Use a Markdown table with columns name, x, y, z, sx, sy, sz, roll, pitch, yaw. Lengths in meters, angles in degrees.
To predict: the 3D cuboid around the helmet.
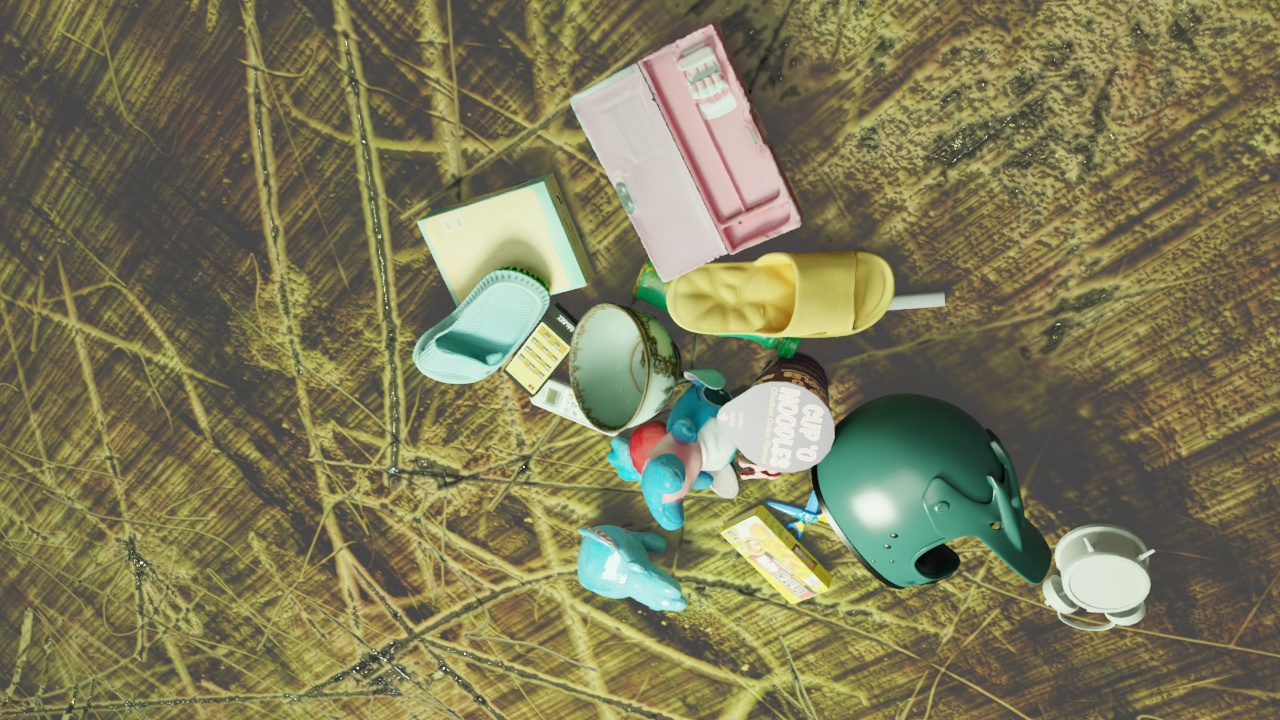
| name | x | y | z | sx | sy | sz | roll | pitch | yaw |
| --- | --- | --- | --- | --- | --- | --- | --- | --- | --- |
| helmet | 0.348 | 0.159 | 1.087 | 0.201 | 0.176 | 0.275 | -31 | 108 | 31 |

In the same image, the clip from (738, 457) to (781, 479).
| name | x | y | z | sx | sy | sz | roll | pitch | yaw |
| --- | --- | --- | --- | --- | --- | --- | --- | --- | --- |
| clip | 0.158 | 0.151 | 1.234 | 0.060 | 0.023 | 0.045 | 23 | 126 | 7 |

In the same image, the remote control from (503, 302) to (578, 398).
| name | x | y | z | sx | sy | sz | roll | pitch | yaw |
| --- | --- | --- | --- | --- | --- | --- | --- | --- | --- |
| remote control | -0.128 | -0.012 | 1.222 | 0.058 | 0.013 | 0.134 | 42 | 120 | 3 |

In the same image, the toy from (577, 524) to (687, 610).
| name | x | y | z | sx | sy | sz | roll | pitch | yaw |
| --- | --- | --- | --- | --- | --- | --- | --- | --- | --- |
| toy | -0.008 | 0.294 | 1.316 | 0.181 | 0.114 | 0.183 | 15 | 145 | 31 |

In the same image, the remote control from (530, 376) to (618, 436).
| name | x | y | z | sx | sy | sz | roll | pitch | yaw |
| --- | --- | --- | --- | --- | --- | --- | --- | --- | --- |
| remote control | -0.086 | 0.059 | 1.264 | 0.133 | 0.022 | 0.050 | 22 | 122 | 6 |

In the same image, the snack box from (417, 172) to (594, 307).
| name | x | y | z | sx | sy | sz | roll | pitch | yaw |
| --- | --- | --- | --- | --- | --- | --- | --- | --- | --- |
| snack box | -0.172 | -0.143 | 1.172 | 0.194 | 0.044 | 0.141 | -12 | 114 | 24 |

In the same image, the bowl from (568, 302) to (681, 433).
| name | x | y | z | sx | sy | sz | roll | pitch | yaw |
| --- | --- | --- | --- | --- | --- | --- | --- | --- | --- |
| bowl | -0.007 | 0.007 | 1.140 | 0.160 | 0.093 | 0.160 | 5 | 96 | 51 |

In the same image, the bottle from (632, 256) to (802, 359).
| name | x | y | z | sx | sy | sz | roll | pitch | yaw |
| --- | --- | --- | --- | --- | --- | --- | --- | --- | --- |
| bottle | 0.097 | -0.065 | 1.112 | 0.210 | 0.067 | 0.068 | 26 | 122 | 4 |

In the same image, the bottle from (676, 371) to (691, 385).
| name | x | y | z | sx | sy | sz | roll | pitch | yaw |
| --- | --- | --- | --- | --- | --- | --- | --- | --- | --- |
| bottle | 0.017 | 0.028 | 1.208 | 0.123 | 0.032 | 0.033 | -9 | 114 | 21 |

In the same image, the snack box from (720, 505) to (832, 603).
| name | x | y | z | sx | sy | sz | roll | pitch | yaw |
| --- | --- | --- | --- | --- | --- | --- | --- | --- | --- |
| snack box | 0.190 | 0.271 | 1.277 | 0.152 | 0.025 | 0.075 | 46 | 133 | -8 |

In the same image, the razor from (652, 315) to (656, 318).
| name | x | y | z | sx | sy | sz | roll | pitch | yaw |
| --- | --- | --- | --- | --- | --- | --- | --- | --- | --- |
| razor | -0.047 | -0.045 | 1.199 | 0.144 | 0.021 | 0.044 | -5 | 115 | 18 |

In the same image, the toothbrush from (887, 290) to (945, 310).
| name | x | y | z | sx | sy | sz | roll | pitch | yaw |
| --- | --- | --- | --- | --- | --- | --- | --- | --- | --- |
| toothbrush | 0.262 | -0.066 | 1.086 | 0.188 | 0.019 | 0.018 | -4 | 99 | 20 |

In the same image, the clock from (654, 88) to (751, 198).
| name | x | y | z | sx | sy | sz | roll | pitch | yaw |
| --- | --- | --- | --- | --- | --- | --- | --- | --- | --- |
| clock | 0.056 | -0.243 | 1.035 | 0.162 | 0.059 | 0.118 | -3 | 115 | 20 |

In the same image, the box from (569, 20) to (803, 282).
| name | x | y | z | sx | sy | sz | roll | pitch | yaw |
| --- | --- | --- | --- | --- | --- | --- | --- | --- | --- |
| box | 0.052 | -0.219 | 0.990 | 0.179 | 0.040 | 0.233 | -21 | 108 | 19 |

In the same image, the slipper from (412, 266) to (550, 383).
| name | x | y | z | sx | sy | sz | roll | pitch | yaw |
| --- | --- | --- | --- | --- | --- | --- | --- | --- | --- |
| slipper | -0.212 | -0.027 | 1.201 | 0.116 | 0.069 | 0.277 | 25 | 138 | -25 |

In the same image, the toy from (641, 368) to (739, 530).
| name | x | y | z | sx | sy | sz | roll | pitch | yaw |
| --- | --- | --- | --- | --- | --- | --- | --- | --- | --- |
| toy | 0.067 | 0.120 | 1.154 | 0.099 | 0.190 | 0.224 | 16 | 139 | 26 |

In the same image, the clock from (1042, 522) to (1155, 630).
| name | x | y | z | sx | sy | sz | roll | pitch | yaw |
| --- | --- | --- | --- | --- | --- | --- | --- | --- | --- |
| clock | 0.572 | 0.275 | 1.146 | 0.120 | 0.060 | 0.159 | 9 | 124 | 13 |

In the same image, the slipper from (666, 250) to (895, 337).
| name | x | y | z | sx | sy | sz | roll | pitch | yaw |
| --- | --- | --- | --- | --- | --- | --- | --- | --- | --- |
| slipper | 0.161 | -0.072 | 1.038 | 0.263 | 0.078 | 0.099 | -2 | 96 | 1 |

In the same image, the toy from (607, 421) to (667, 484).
| name | x | y | z | sx | sy | sz | roll | pitch | yaw |
| --- | --- | --- | --- | --- | --- | --- | --- | --- | --- |
| toy | 0.010 | 0.132 | 1.254 | 0.133 | 0.062 | 0.092 | -21 | 95 | 45 |

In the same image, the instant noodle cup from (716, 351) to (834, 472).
| name | x | y | z | sx | sy | sz | roll | pitch | yaw |
| --- | --- | --- | --- | --- | --- | --- | --- | --- | --- |
| instant noodle cup | 0.172 | 0.050 | 1.116 | 0.137 | 0.121 | 0.122 | 9 | 119 | 13 |

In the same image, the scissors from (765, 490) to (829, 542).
| name | x | y | z | sx | sy | sz | roll | pitch | yaw |
| --- | --- | --- | --- | --- | --- | --- | --- | --- | --- |
| scissors | 0.230 | 0.214 | 1.248 | 0.126 | 0.013 | 0.126 | 15 | 122 | 7 |
